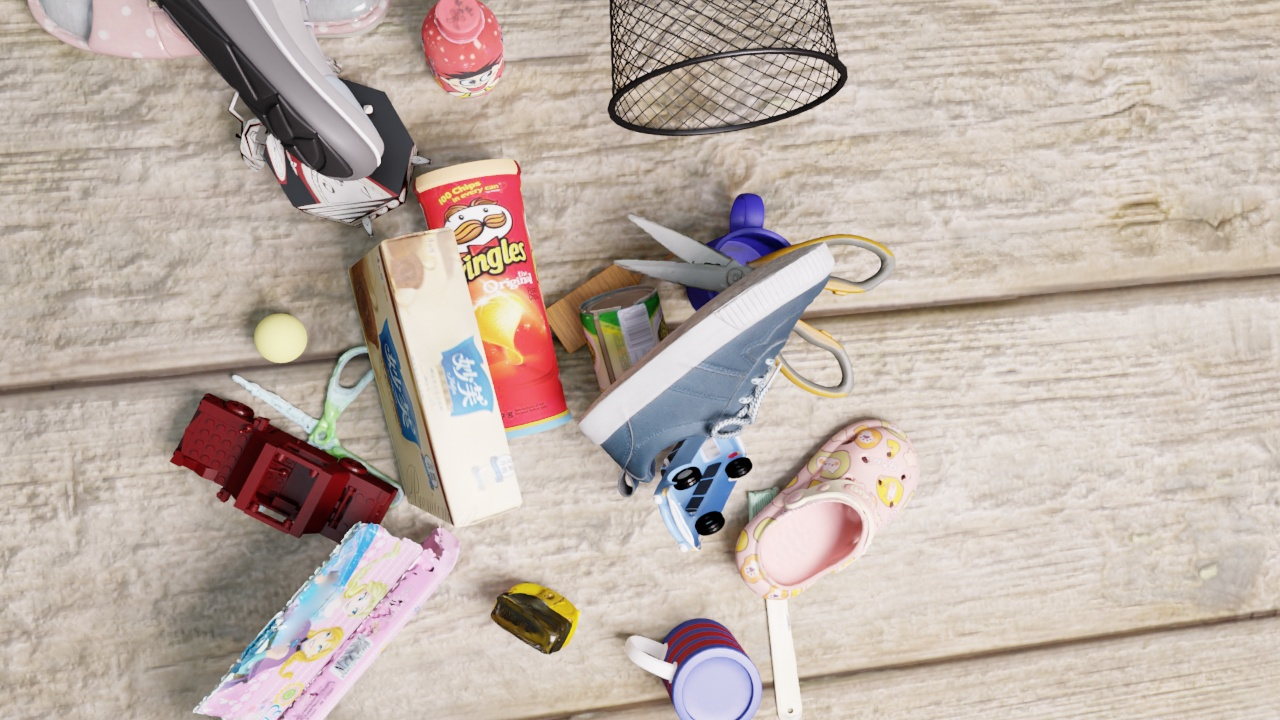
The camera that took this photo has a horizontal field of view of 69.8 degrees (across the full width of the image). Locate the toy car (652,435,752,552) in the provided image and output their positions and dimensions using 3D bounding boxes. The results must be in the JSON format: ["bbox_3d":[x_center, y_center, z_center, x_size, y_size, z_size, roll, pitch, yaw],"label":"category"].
[{"bbox_3d":[0.047,0.095,0.750,0.055,0.153,0.056,-19,107,30],"label":"toy car"}]

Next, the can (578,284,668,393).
[{"bbox_3d":[-0.004,0.004,0.757,0.067,0.067,0.121,-17,107,-7],"label":"can"}]

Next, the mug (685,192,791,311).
[{"bbox_3d":[0.085,-0.084,0.768,0.079,0.083,0.111,3,92,-8],"label":"mug"}]

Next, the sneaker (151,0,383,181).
[{"bbox_3d":[-0.246,-0.264,0.664,0.256,0.093,0.160,46,68,-6],"label":"sneaker"}]

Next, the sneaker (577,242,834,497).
[{"bbox_3d":[0.058,0.009,0.676,0.236,0.089,0.087,-40,95,17],"label":"sneaker"}]

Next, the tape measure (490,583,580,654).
[{"bbox_3d":[-0.084,0.212,0.767,0.065,0.064,0.037,28,97,21],"label":"tape measure"}]

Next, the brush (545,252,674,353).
[{"bbox_3d":[-0.021,-0.058,0.788,0.126,0.017,0.048,-34,96,-5],"label":"brush"}]

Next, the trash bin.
[{"bbox_3d":[0.055,-0.306,0.714,0.184,0.184,0.210,-6,88,-8],"label":"trash bin"}]

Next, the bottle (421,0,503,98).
[{"bbox_3d":[-0.136,-0.245,0.704,0.062,0.137,0.062,0,93,-8],"label":"bottle"}]

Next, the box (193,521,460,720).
[{"bbox_3d":[-0.237,0.225,0.705,0.062,0.161,0.230,40,87,15],"label":"box"}]

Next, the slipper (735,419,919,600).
[{"bbox_3d":[0.172,0.133,0.785,0.197,0.081,0.093,-40,99,-12],"label":"slipper"}]

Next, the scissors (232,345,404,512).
[{"bbox_3d":[-0.264,0.061,0.764,0.171,0.021,0.173,38,92,-10],"label":"scissors"}]

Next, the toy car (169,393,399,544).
[{"bbox_3d":[-0.285,0.092,0.725,0.170,0.062,0.070,28,91,-6],"label":"toy car"}]

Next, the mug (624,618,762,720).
[{"bbox_3d":[0.041,0.262,0.781,0.112,0.076,0.075,20,89,-8],"label":"mug"}]

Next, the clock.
[{"bbox_3d":[-0.253,-0.178,0.727,0.154,0.065,0.114,38,87,-9],"label":"clock"}]

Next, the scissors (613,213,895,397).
[{"bbox_3d":[0.096,-0.069,0.719,0.225,0.016,0.175,35,89,-6],"label":"scissors"}]

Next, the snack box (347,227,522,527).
[{"bbox_3d":[-0.162,0.013,0.700,0.055,0.153,0.207,-16,95,-25],"label":"snack box"}]

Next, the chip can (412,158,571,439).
[{"bbox_3d":[-0.118,-0.048,0.741,0.087,0.087,0.213,-13,95,-7],"label":"chip can"}]

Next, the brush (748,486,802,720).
[{"bbox_3d":[0.123,0.222,0.825,0.033,0.012,0.217,-8,95,-8],"label":"brush"}]

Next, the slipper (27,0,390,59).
[{"bbox_3d":[-0.335,-0.295,0.716,0.274,0.054,0.114,-7,93,-8],"label":"slipper"}]

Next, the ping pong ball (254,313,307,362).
[{"bbox_3d":[-0.290,-0.018,0.741,0.040,0.040,0.040,0,92,-8],"label":"ping pong ball"}]
